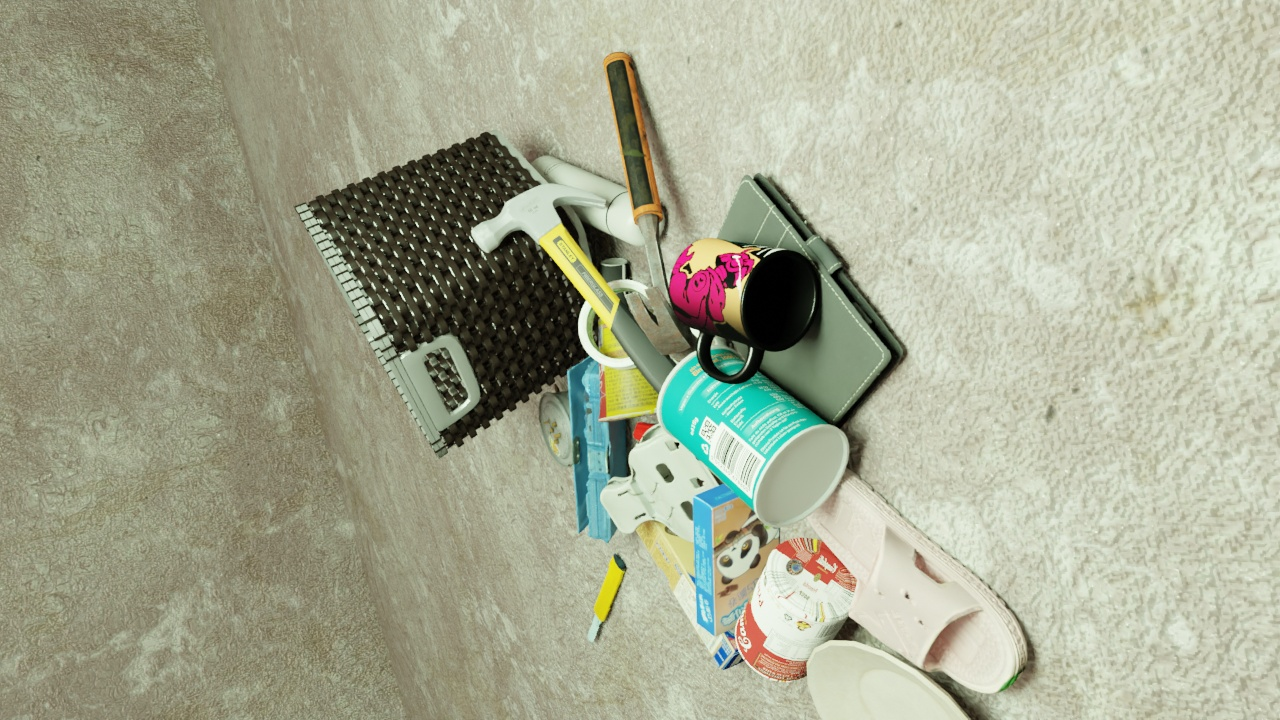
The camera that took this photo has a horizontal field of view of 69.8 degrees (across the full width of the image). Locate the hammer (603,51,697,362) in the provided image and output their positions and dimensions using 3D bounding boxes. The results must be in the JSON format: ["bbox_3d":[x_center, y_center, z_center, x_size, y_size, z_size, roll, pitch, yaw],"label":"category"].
[{"bbox_3d":[-0.001,-0.160,0.875,0.137,0.035,0.314,37,-140,-67],"label":"hammer"}]

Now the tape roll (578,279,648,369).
[{"bbox_3d":[-0.018,-0.038,0.955,0.094,0.018,0.093,-3,80,19],"label":"tape roll"}]

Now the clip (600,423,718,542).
[{"bbox_3d":[0.033,0.131,0.989,0.153,0.098,0.126,-23,100,47],"label":"clip"}]

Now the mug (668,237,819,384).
[{"bbox_3d":[0.081,-0.039,0.767,0.098,0.081,0.118,21,101,54],"label":"mug"}]

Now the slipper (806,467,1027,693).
[{"bbox_3d":[0.205,0.182,0.760,0.239,0.064,0.094,47,141,40],"label":"slipper"}]

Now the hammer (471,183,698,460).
[{"bbox_3d":[-0.022,-0.040,0.915,0.323,0.127,0.029,52,171,3],"label":"hammer"}]

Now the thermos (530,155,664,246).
[{"bbox_3d":[-0.053,-0.178,1.018,0.224,0.052,0.052,34,132,48],"label":"thermos"}]

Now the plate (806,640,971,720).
[{"bbox_3d":[0.228,0.315,0.795,0.189,0.027,0.189,33,140,32],"label":"plate"}]

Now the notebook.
[{"bbox_3d":[0.129,-0.042,0.811,0.209,0.029,0.170,56,147,22],"label":"notebook"}]

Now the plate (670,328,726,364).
[{"bbox_3d":[0.063,-0.012,0.930,0.104,0.026,0.104,42,140,49],"label":"plate"}]

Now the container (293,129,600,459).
[{"bbox_3d":[-0.207,-0.087,1.069,0.245,0.243,0.248,49,162,36],"label":"container"}]

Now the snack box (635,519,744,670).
[{"bbox_3d":[0.065,0.236,1.026,0.206,0.057,0.056,56,149,27],"label":"snack box"}]

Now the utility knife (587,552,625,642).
[{"bbox_3d":[-0.053,0.344,1.309,0.030,0.019,0.218,58,142,36],"label":"utility knife"}]

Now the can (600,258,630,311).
[{"bbox_3d":[-0.028,-0.074,1.048,0.031,0.031,0.080,27,126,52],"label":"can"}]

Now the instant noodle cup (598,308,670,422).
[{"bbox_3d":[-0.006,0.006,1.000,0.101,0.100,0.112,-19,80,60],"label":"instant noodle cup"}]

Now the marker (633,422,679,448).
[{"bbox_3d":[0.038,0.088,1.030,0.145,0.021,0.023,4,100,58],"label":"marker"}]

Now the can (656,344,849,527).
[{"bbox_3d":[0.095,0.063,0.803,0.144,0.099,0.099,41,137,45],"label":"can"}]

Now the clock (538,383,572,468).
[{"bbox_3d":[-0.090,0.092,1.209,0.148,0.056,0.104,25,125,55],"label":"clock"}]

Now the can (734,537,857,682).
[{"bbox_3d":[0.145,0.234,0.859,0.086,0.086,0.117,52,144,33],"label":"can"}]

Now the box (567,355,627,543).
[{"bbox_3d":[-0.050,0.100,1.112,0.054,0.093,0.232,5,117,13],"label":"box"}]

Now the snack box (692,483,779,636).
[{"bbox_3d":[0.097,0.192,0.918,0.034,0.087,0.151,26,125,51],"label":"snack box"}]
